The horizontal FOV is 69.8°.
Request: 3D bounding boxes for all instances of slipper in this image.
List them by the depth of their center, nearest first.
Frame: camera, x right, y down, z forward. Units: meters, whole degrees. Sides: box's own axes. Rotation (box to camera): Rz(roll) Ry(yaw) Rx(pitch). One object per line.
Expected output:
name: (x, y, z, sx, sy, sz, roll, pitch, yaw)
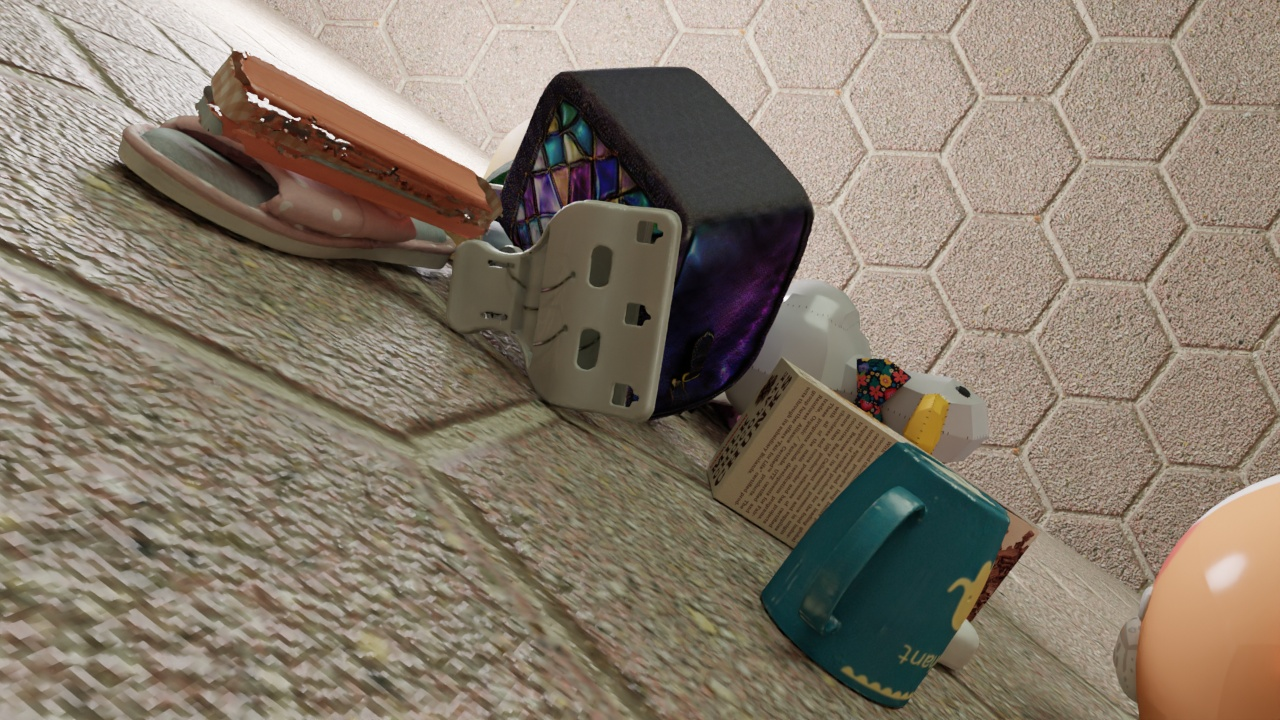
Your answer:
slipper: (-0.194, -0.105, 0.567, 0.114, 0.054, 0.274, 35, 9, 13)

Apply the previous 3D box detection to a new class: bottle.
bottle: (-0.125, -0.094, 0.811, 0.072, 0.046, 0.161, 36, 8, 18)

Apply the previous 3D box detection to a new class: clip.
clip: (-0.043, -0.035, 0.561, 0.148, 0.125, 0.081, 11, 3, 31)

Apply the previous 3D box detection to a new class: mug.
mug: (0.115, 0.095, 0.431, 0.084, 0.104, 0.112, 39, 9, 32)

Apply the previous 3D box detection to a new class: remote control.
remote control: (0.150, 0.144, 0.552, 0.114, 0.028, 0.060, 33, 8, -8)

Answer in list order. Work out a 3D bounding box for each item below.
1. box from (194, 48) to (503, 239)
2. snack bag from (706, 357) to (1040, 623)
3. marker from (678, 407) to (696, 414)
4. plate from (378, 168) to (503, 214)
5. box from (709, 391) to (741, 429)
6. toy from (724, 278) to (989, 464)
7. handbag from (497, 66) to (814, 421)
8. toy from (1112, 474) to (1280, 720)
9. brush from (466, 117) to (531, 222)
box: (-0.148, -0.115, 0.510, 0.058, 0.053, 0.186, 19, 1, 38)
snack bag: (0.158, 0.098, 0.616, 0.206, 0.094, 0.070, 33, 8, -5)
marker: (-0.005, 0.005, 0.779, 0.126, 0.025, 0.025, 36, 8, 13)
plate: (-0.189, -0.141, 0.751, 0.189, 0.027, 0.188, 9, 10, -2)
box: (0.081, 0.029, 0.949, 0.159, 0.035, 0.230, 24, 10, -9)
toy: (0.160, 0.010, 0.782, 0.268, 0.141, 0.246, 19, 16, 15)
handbag: (-0.003, -0.081, 0.673, 0.125, 0.223, 0.204, -15, 57, -35)
toy: (0.396, 0.186, 0.487, 0.280, 0.263, 0.266, -1, 1, -44)
brush: (-0.059, -0.170, 1.073, 0.250, 0.075, 0.196, 30, -26, -25)
